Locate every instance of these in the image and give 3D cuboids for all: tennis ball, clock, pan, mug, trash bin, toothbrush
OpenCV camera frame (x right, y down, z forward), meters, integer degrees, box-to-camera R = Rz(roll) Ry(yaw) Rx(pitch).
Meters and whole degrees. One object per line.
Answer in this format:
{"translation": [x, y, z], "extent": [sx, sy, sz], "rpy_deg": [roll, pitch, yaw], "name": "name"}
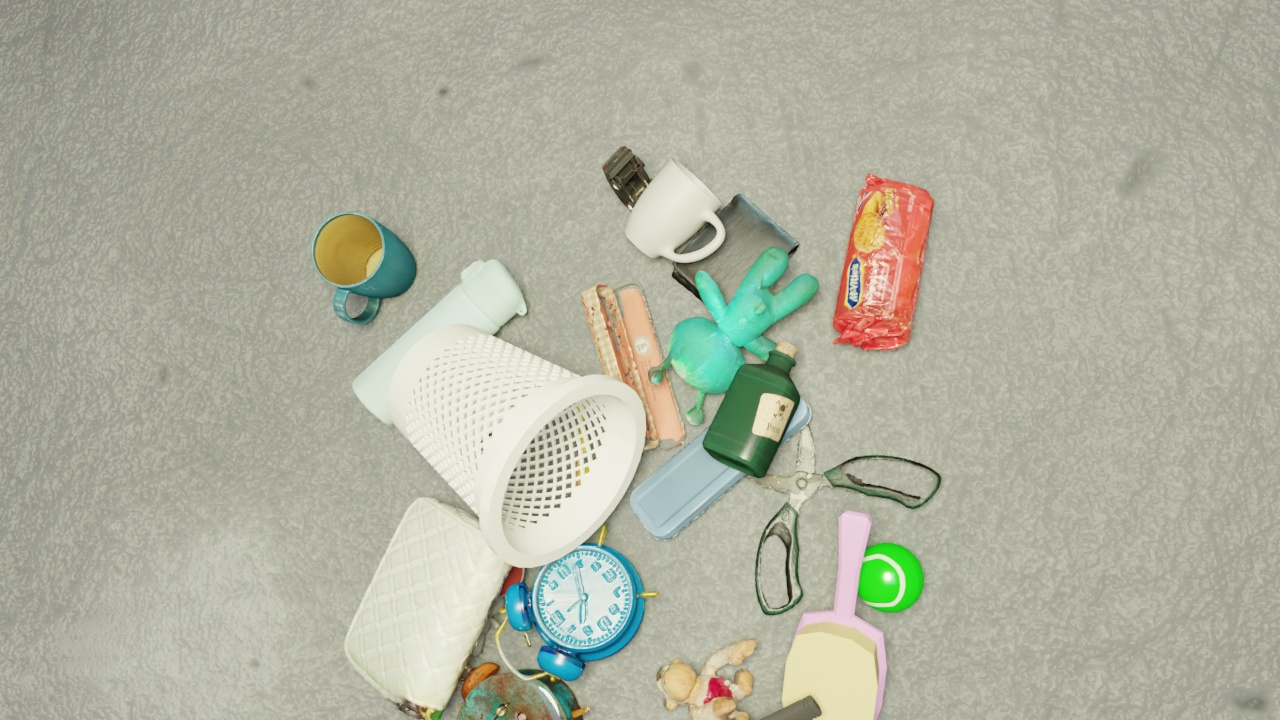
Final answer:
{"translation": [0.236, 0.206, 0.873], "extent": [0.065, 0.065, 0.065], "rpy_deg": [-2, 81, 10], "name": "tennis ball"}
{"translation": [-0.137, 0.366, 0.915], "extent": [0.158, 0.073, 0.121], "rpy_deg": [14, 84, 13], "name": "clock"}
{"translation": [-0.068, 0.250, 0.912], "extent": [0.161, 0.060, 0.117], "rpy_deg": [-39, 73, -12], "name": "clock"}
{"translation": [0.004, 0.393, 0.851], "extent": [0.357, 0.041, 0.178], "rpy_deg": [-30, 120, 9], "name": "pan"}
{"translation": [0.039, -0.142, 0.956], "extent": [0.089, 0.071, 0.107], "rpy_deg": [-47, 62, 16], "name": "mug"}
{"translation": [-0.299, -0.095, 1.001], "extent": [0.084, 0.104, 0.112], "rpy_deg": [16, 87, 12], "name": "mug"}
{"translation": [-0.134, 0.064, 0.899], "extent": [0.200, 0.195, 0.195], "rpy_deg": [30, 87, 34], "name": "trash bin"}
{"translation": [-0.060, 0.098, 0.973], "extent": [0.021, 0.016, 0.135], "rpy_deg": [-4, 83, 8], "name": "toothbrush"}

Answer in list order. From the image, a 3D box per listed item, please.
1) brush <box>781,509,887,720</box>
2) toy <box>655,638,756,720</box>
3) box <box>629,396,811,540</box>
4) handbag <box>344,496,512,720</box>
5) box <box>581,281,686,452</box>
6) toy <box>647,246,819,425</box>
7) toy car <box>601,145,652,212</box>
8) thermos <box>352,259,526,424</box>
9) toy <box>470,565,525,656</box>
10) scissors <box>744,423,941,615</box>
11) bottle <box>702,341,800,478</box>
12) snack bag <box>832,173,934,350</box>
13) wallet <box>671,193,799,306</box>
{"translation": [0.183, 0.251, 0.845], "extent": [0.089, 0.043, 0.229], "rpy_deg": [9, 105, 22], "name": "brush"}
{"translation": [0.061, 0.312, 0.894], "extent": [0.106, 0.074, 0.085], "rpy_deg": [-3, 47, 30], "name": "toy"}
{"translation": [0.081, 0.101, 0.942], "extent": [0.209, 0.037, 0.066], "rpy_deg": [-40, 64, 0], "name": "box"}
{"translation": [-0.209, 0.248, 0.936], "extent": [0.139, 0.072, 0.195], "rpy_deg": [22, 85, 40], "name": "handbag"}
{"translation": [-0.006, 0.006, 0.963], "extent": [0.049, 0.085, 0.187], "rpy_deg": [-27, 76, 44], "name": "box"}
{"translation": [0.091, -0.028, 0.924], "extent": [0.130, 0.072, 0.194], "rpy_deg": [42, 105, -7], "name": "toy"}
{"translation": [-0.013, -0.193, 0.970], "extent": [0.040, 0.092, 0.037], "rpy_deg": [-47, 66, 0], "name": "toy car"}
{"translation": [-0.215, -0.022, 0.993], "extent": [0.207, 0.065, 0.078], "rpy_deg": [-42, 103, 2], "name": "thermos"}
{"translation": [-0.156, 0.253, 0.957], "extent": [0.049, 0.030, 0.111], "rpy_deg": [25, 89, 42], "name": "toy"}
{"translation": [0.192, 0.156, 0.911], "extent": [0.202, 0.015, 0.201], "rpy_deg": [2, 80, 16], "name": "scissors"}
{"translation": [0.117, 0.042, 0.897], "extent": [0.061, 0.061, 0.131], "rpy_deg": [21, 77, 28], "name": "bottle"}
{"translation": [0.244, -0.095, 0.914], "extent": [0.082, 0.082, 0.176], "rpy_deg": [10, 84, 12], "name": "snack bag"}
{"translation": [0.098, -0.109, 0.969], "extent": [0.089, 0.026, 0.115], "rpy_deg": [42, 90, 15], "name": "wallet"}
